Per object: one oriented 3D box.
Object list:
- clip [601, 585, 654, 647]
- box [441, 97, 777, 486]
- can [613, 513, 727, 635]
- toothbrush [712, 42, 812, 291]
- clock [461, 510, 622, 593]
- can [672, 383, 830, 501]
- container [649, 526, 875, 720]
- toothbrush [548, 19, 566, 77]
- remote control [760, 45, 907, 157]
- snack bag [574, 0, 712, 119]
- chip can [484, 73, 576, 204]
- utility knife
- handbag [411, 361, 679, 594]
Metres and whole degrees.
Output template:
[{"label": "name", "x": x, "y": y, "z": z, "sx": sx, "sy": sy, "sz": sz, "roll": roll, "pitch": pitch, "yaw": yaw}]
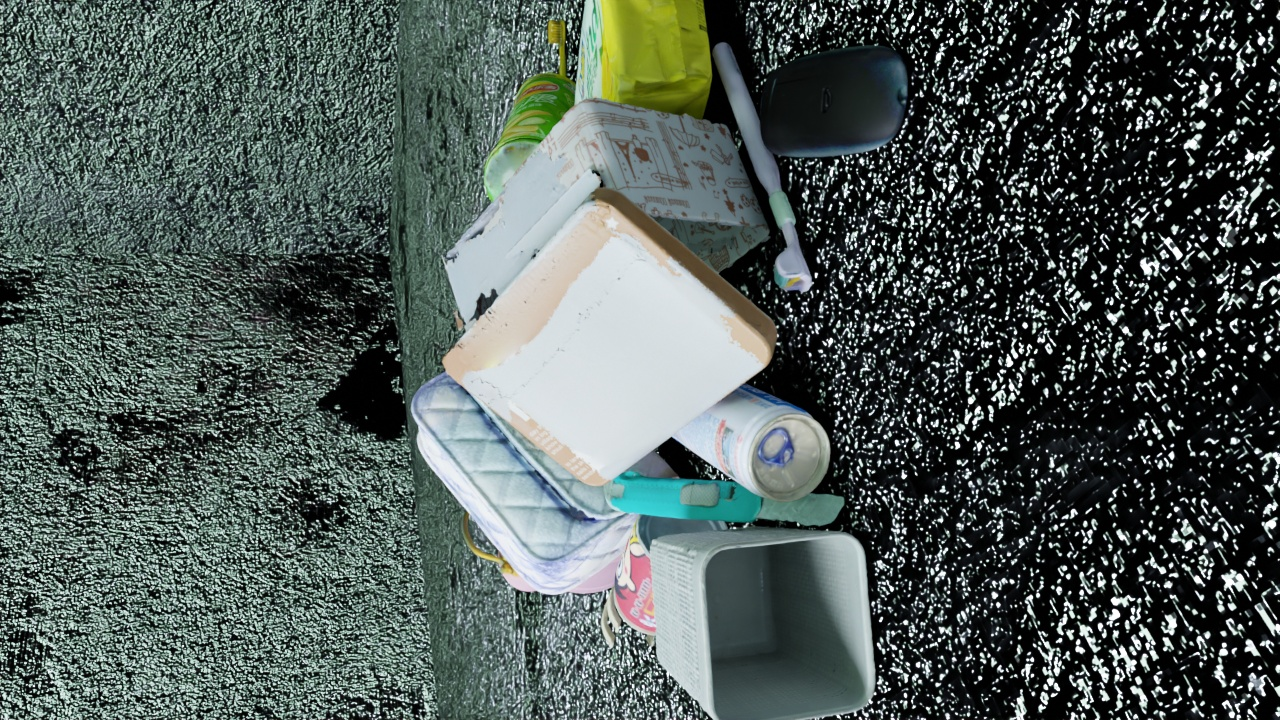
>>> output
[{"label": "clip", "x": -0.024, "y": 0.195, "z": 0.778, "sx": 0.104, "sy": 0.083, "sz": 0.035, "roll": 58, "pitch": 147, "yaw": 35}, {"label": "box", "x": -0.014, "y": -0.029, "z": 0.550, "sx": 0.183, "sy": 0.152, "sz": 0.178, "roll": -36, "pitch": 68, "yaw": 42}, {"label": "can", "x": 0.019, "y": 0.146, "z": 0.650, "sx": 0.094, "sy": 0.066, "sz": 0.066, "roll": 107, "pitch": 153, "yaw": -45}, {"label": "toothbrush", "x": 0.069, "y": -0.123, "z": 0.549, "sx": 0.021, "sy": 0.029, "sz": 0.189, "roll": -27, "pitch": 58, "yaw": 25}, {"label": "clock", "x": -0.068, "y": 0.137, "z": 0.754, "sx": 0.117, "sy": 0.158, "sz": 0.060, "roll": 58, "pitch": 137, "yaw": 50}, {"label": "can", "x": 0.058, "y": 0.040, "z": 0.547, "sx": 0.134, "sy": 0.053, "sz": 0.053, "roll": -152, "pitch": 62, "yaw": -68}, {"label": "container", "x": 0.058, "y": 0.138, "z": 0.508, "sx": 0.114, "sy": 0.090, "sz": 0.090, "roll": 162, "pitch": 105, "yaw": -73}, {"label": "toothbrush", "x": -0.085, "y": -0.265, "z": 0.971, "sx": 0.016, "sy": 0.016, "sz": 0.190, "roll": 178, "pitch": 89, "yaw": -72}, {"label": "remote control", "x": 0.090, "y": -0.133, "z": 0.477, "sx": 0.136, "sy": 0.024, "sz": 0.053, "roll": -152, "pitch": 62, "yaw": -68}, {"label": "snack bag", "x": -0.005, "y": -0.184, "z": 0.659, "sx": 0.247, "sy": 0.068, "sz": 0.157, "roll": 109, "pitch": 156, "yaw": -64}, {"label": "chip can", "x": -0.089, "y": -0.194, "z": 0.816, "sx": 0.220, "sy": 0.072, "sz": 0.073, "roll": -90, "pitch": 8, "yaw": -59}, {"label": "utility knife", "x": 0.040, "y": 0.084, "z": 0.564, "sx": 0.208, "sy": 0.013, "sz": 0.029, "roll": -5, "pitch": 70, "yaw": 49}, {"label": "handbag", "x": -0.076, "y": 0.070, "z": 0.700, "sx": 0.194, "sy": 0.134, "sz": 0.076, "roll": 44, "pitch": 149, "yaw": 24}]
